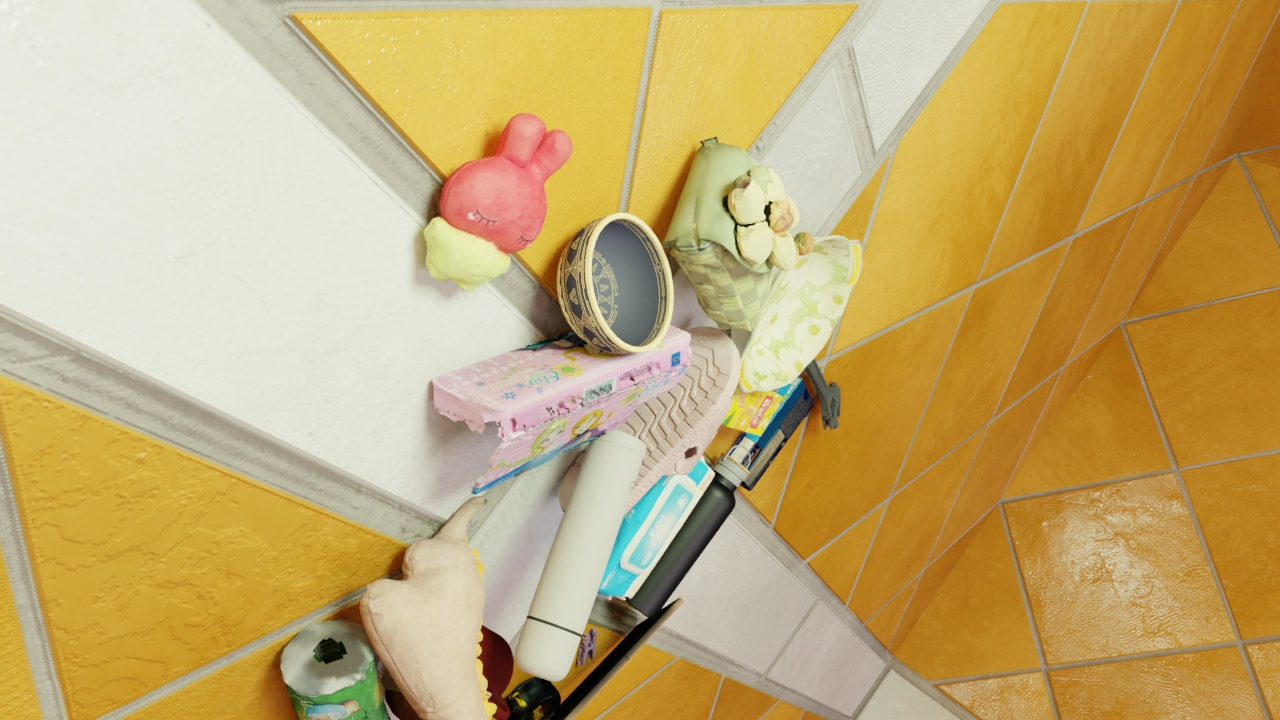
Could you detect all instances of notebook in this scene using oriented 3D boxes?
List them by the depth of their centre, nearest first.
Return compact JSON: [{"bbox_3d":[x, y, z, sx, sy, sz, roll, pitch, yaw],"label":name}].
[{"bbox_3d":[-0.043,0.369,1.088,0.208,0.008,0.142,-38,172,-36],"label":"notebook"}]

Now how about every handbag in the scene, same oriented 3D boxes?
[{"bbox_3d":[0.095,-0.105,0.823,0.186,0.117,0.113,55,45,-55],"label":"handbag"}]

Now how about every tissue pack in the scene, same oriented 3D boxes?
[{"bbox_3d":[0.001,0.161,0.994,0.209,0.066,0.117,-56,149,-5],"label":"tissue pack"}]

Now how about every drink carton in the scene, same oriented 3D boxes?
[{"bbox_3d":[0.114,0.048,1.064,0.134,0.043,0.058,20,100,-58],"label":"drink carton"}]

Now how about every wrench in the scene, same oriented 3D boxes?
[{"bbox_3d":[0.233,0.025,1.205,0.273,0.018,0.073,49,47,-56],"label":"wrench"}]

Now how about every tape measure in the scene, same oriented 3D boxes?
[{"bbox_3d":[-0.125,0.392,1.050,0.062,0.038,0.067,-27,136,-28],"label":"tape measure"}]

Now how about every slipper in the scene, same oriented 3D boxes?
[{"bbox_3d":[0.019,0.075,0.913,0.239,0.094,0.064,-49,142,-6],"label":"slipper"}]

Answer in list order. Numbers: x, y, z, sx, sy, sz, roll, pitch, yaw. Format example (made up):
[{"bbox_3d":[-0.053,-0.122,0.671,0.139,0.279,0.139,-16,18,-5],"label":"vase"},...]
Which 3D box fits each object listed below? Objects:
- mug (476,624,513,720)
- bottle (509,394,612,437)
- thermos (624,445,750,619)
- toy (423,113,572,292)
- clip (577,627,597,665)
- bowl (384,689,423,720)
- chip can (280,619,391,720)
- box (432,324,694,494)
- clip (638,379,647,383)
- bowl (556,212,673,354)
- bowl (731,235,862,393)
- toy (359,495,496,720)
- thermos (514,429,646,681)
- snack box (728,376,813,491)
[{"bbox_3d":[-0.158,0.288,0.847,0.073,0.106,0.082,-42,146,-7],"label":"mug"},{"bbox_3d":[-0.060,0.047,0.831,0.129,0.040,0.040,-22,134,-42],"label":"bottle"},{"bbox_3d":[0.060,0.199,1.105,0.231,0.061,0.061,-53,148,-7],"label":"thermos"},{"bbox_3d":[-0.098,-0.108,0.638,0.135,0.045,0.091,-53,150,5],"label":"toy"},{"bbox_3d":[-0.062,0.347,1.117,0.036,0.013,0.053,-33,138,-35],"label":"clip"},{"bbox_3d":[-0.187,0.330,0.839,0.102,0.114,0.026,36,58,-33],"label":"bowl"},{"bbox_3d":[-0.248,0.313,0.780,0.075,0.075,0.224,-31,139,-36],"label":"chip can"},{"bbox_3d":[-0.057,0.036,0.770,0.229,0.085,0.097,-21,124,-44],"label":"box"},{"bbox_3d":[-0.002,0.000,0.883,0.061,0.025,0.043,25,97,-54],"label":"clip"},{"bbox_3d":[-0.030,-0.059,0.748,0.112,0.061,0.112,13,73,-52],"label":"bowl"},{"bbox_3d":[0.157,-0.061,1.011,0.219,0.060,0.189,-43,146,-20],"label":"bowl"},{"bbox_3d":[-0.137,0.269,0.777,0.195,0.065,0.264,-45,116,-46],"label":"toy"},{"bbox_3d":[-0.054,0.172,0.823,0.052,0.052,0.223,52,53,-57],"label":"thermos"},{"bbox_3d":[0.167,0.093,1.189,0.150,0.027,0.082,-53,147,-10],"label":"snack box"}]
